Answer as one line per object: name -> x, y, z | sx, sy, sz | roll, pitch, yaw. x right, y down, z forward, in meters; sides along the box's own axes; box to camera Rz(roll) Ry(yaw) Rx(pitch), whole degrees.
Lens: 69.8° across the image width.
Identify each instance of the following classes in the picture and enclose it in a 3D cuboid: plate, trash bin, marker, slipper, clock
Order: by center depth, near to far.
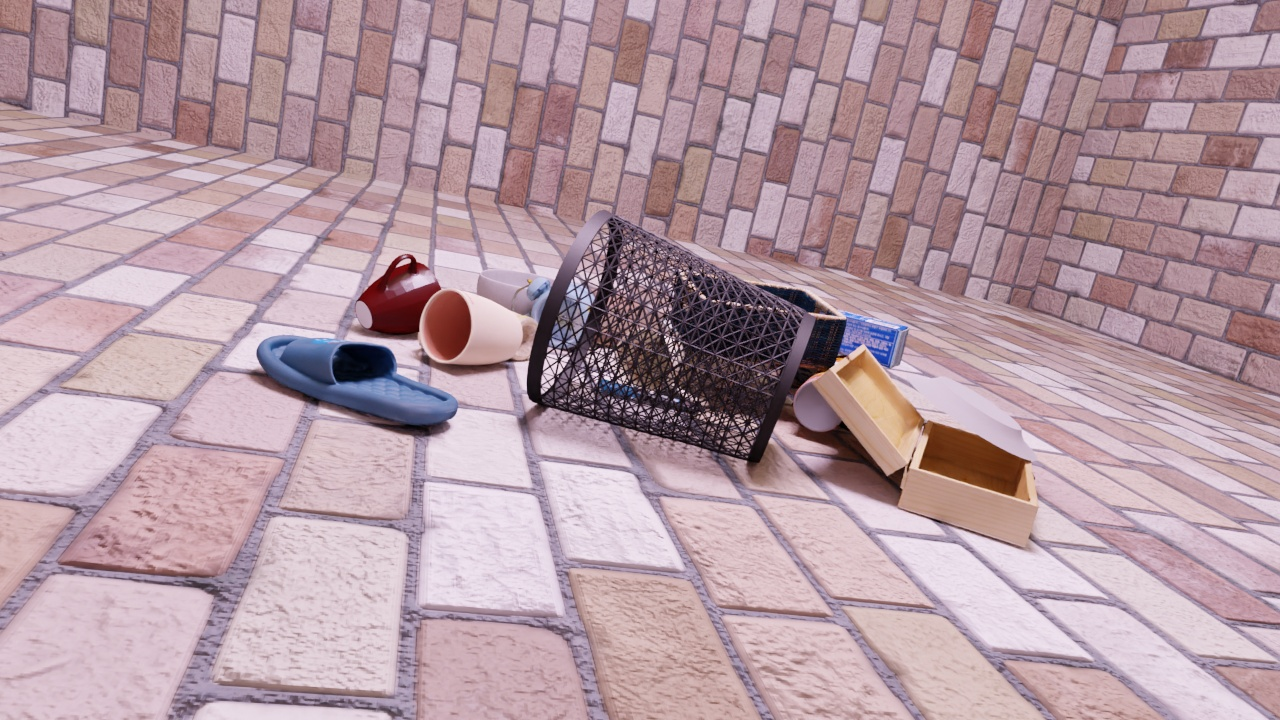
slipper -> -0.266, 0.009, 0.876 | 0.214, 0.059, 0.103 | 19, 12, 20
trash bin -> 0.038, -0.013, 0.960 | 0.243, 0.217, 0.216 | 21, 14, 8
plate -> 0.392, 0.057, 1.074 | 0.173, 0.019, 0.172 | 27, 17, -10
marker -> 0.010, 0.044, 1.085 | 0.123, 0.015, 0.018 | 15, 16, -3
clock -> -0.118, -0.065, 1.261 | 0.124, 0.089, 0.051 | 17, 20, 8

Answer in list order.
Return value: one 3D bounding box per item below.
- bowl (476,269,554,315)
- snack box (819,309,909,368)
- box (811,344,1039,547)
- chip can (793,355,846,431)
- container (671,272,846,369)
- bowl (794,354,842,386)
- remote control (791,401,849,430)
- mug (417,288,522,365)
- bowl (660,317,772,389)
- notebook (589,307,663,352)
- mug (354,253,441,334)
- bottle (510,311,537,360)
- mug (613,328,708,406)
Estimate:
bowl -> -0.175, -0.088, 1.348 | 0.132, 0.064, 0.131 | 10, 14, -3
snack box -> 0.248, -0.045, 1.258 | 0.227, 0.059, 0.059 | 16, 15, 26
box -> 0.312, 0.086, 1.011 | 0.261, 0.097, 0.246 | 41, 18, 12
chip can -> 0.244, 0.038, 1.166 | 0.062, 0.062, 0.210 | 17, 14, 17
container -> 0.143, -0.050, 1.154 | 0.187, 0.071, 0.145 | 7, 18, -13
bowl -> 0.268, 0.016, 1.348 | 0.150, 0.057, 0.150 | 12, 14, -3
remote control -> 0.255, 0.075, 1.192 | 0.039, 0.010, 0.125 | 0, 18, -44
mug -> -0.206, -0.032, 1.082 | 0.112, 0.085, 0.104 | -13, -12, 30
bowl -> 0.107, -0.005, 1.254 | 0.177, 0.071, 0.177 | 12, 13, -3
notebook -> -0.007, -0.042, 1.387 | 0.215, 0.034, 0.190 | 5, 16, -29
mug -> -0.301, -0.080, 1.125 | 0.087, 0.114, 0.088 | 38, 42, 27
bottle -> -0.205, -0.050, 1.182 | 0.162, 0.056, 0.056 | 21, 16, 33
mug -> 0.040, 0.015, 1.136 | 0.122, 0.081, 0.097 | 41, 17, 24
